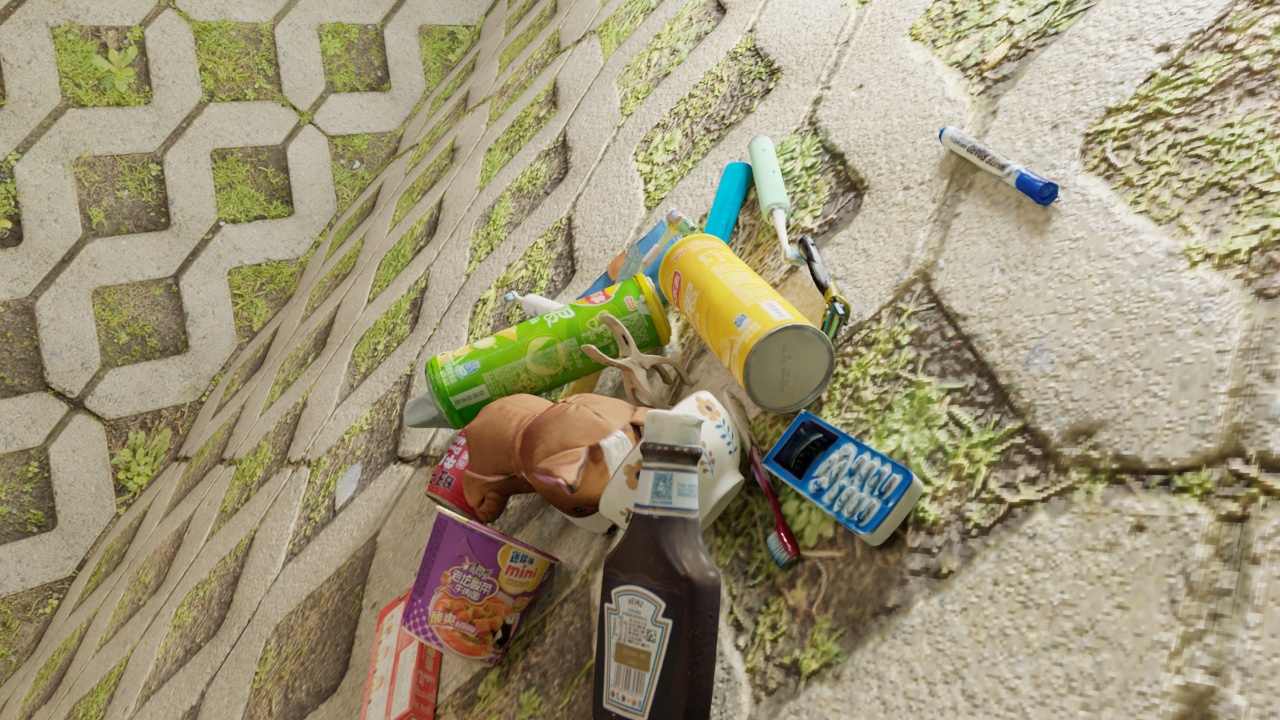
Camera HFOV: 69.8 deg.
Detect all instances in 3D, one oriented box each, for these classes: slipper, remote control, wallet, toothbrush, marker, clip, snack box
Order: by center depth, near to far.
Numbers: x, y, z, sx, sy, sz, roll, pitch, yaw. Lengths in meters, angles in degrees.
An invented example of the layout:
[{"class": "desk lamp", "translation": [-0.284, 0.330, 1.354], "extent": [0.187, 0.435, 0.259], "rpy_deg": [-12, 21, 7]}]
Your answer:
[{"class": "remote control", "translation": [0.123, 0.071, 0.574], "extent": [0.049, 0.024, 0.125], "rpy_deg": [-50, 29, -2]}, {"class": "toothbrush", "translation": [0.079, 0.076, 0.643], "extent": [0.017, 0.016, 0.187], "rpy_deg": [-50, 26, 20]}, {"class": "marker", "translation": [0.253, -0.143, 0.660], "extent": [0.017, 0.017, 0.145], "rpy_deg": [-43, 28, 13]}, {"class": "clip", "translation": [0.003, -0.003, 0.767], "extent": [0.080, 0.104, 0.035], "rpy_deg": [-46, 22, -26]}, {"class": "snack box", "translation": [-0.210, 0.268, 0.815], "extent": [0.075, 0.025, 0.152], "rpy_deg": [-40, 29, 19]}, {"class": "toothbrush", "translation": [0.123, -0.151, 0.848], "extent": [0.224, 0.027, 0.027], "rpy_deg": [-90, 15, -52]}, {"class": "toothbrush", "translation": [-0.018, -0.068, 0.898], "extent": [0.190, 0.029, 0.020], "rpy_deg": [-49, -2, 8]}, {"class": "wallet", "translation": [-0.006, -0.075, 0.935], "extent": [0.133, 0.040, 0.106], "rpy_deg": [-41, 33, 15]}, {"class": "slipper", "translation": [-0.184, 0.029, 0.983], "extent": [0.246, 0.104, 0.074], "rpy_deg": [-20, 69, 54]}, {"class": "toothbrush", "translation": [-0.121, -0.064, 1.097], "extent": [0.026, 0.027, 0.221], "rpy_deg": [-22, 20, -21]}]

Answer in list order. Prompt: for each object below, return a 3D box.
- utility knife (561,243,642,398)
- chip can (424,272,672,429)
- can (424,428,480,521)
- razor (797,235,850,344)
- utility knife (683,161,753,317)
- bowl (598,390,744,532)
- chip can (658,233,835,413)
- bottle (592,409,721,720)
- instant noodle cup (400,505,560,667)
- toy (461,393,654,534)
[{"class": "utility knife", "translation": [-0.037, -0.021, 0.884], "extent": [0.031, 0.020, 0.195], "rpy_deg": [23, 86, 24]}, {"class": "chip can", "translation": [-0.085, -0.007, 0.833], "extent": [0.221, 0.073, 0.072], "rpy_deg": [-22, 29, -4]}, {"class": "can", "translation": [-0.161, 0.106, 0.900], "extent": [0.067, 0.066, 0.093], "rpy_deg": [3, 57, 57]}, {"class": "razor", "translation": [0.142, -0.057, 0.711], "extent": [0.142, 0.022, 0.043], "rpy_deg": [-93, 13, -54]}, {"class": "utility knife", "translation": [0.074, -0.121, 0.891], "extent": [0.034, 0.018, 0.206], "rpy_deg": [-7, 48, 35]}, {"class": "bowl", "translation": [0.031, 0.083, 0.633], "extent": [0.113, 0.062, 0.114], "rpy_deg": [-42, -18, -18]}, {"class": "chip can", "translation": [0.077, -0.037, 0.726], "extent": [0.072, 0.072, 0.213], "rpy_deg": [-46, 28, 7]}, {"class": "bottle", "translation": [0.012, 0.128, 0.552], "extent": [0.080, 0.044, 0.194], "rpy_deg": [0, 82, 44]}, {"class": "instant noodle cup", "translation": [-0.132, 0.182, 0.731], "extent": [0.112, 0.111, 0.099], "rpy_deg": [2, 65, 56]}, {"class": "toy", "translation": [-0.063, 0.083, 0.734], "extent": [0.139, 0.130, 0.200], "rpy_deg": [-33, 9, -37]}]
